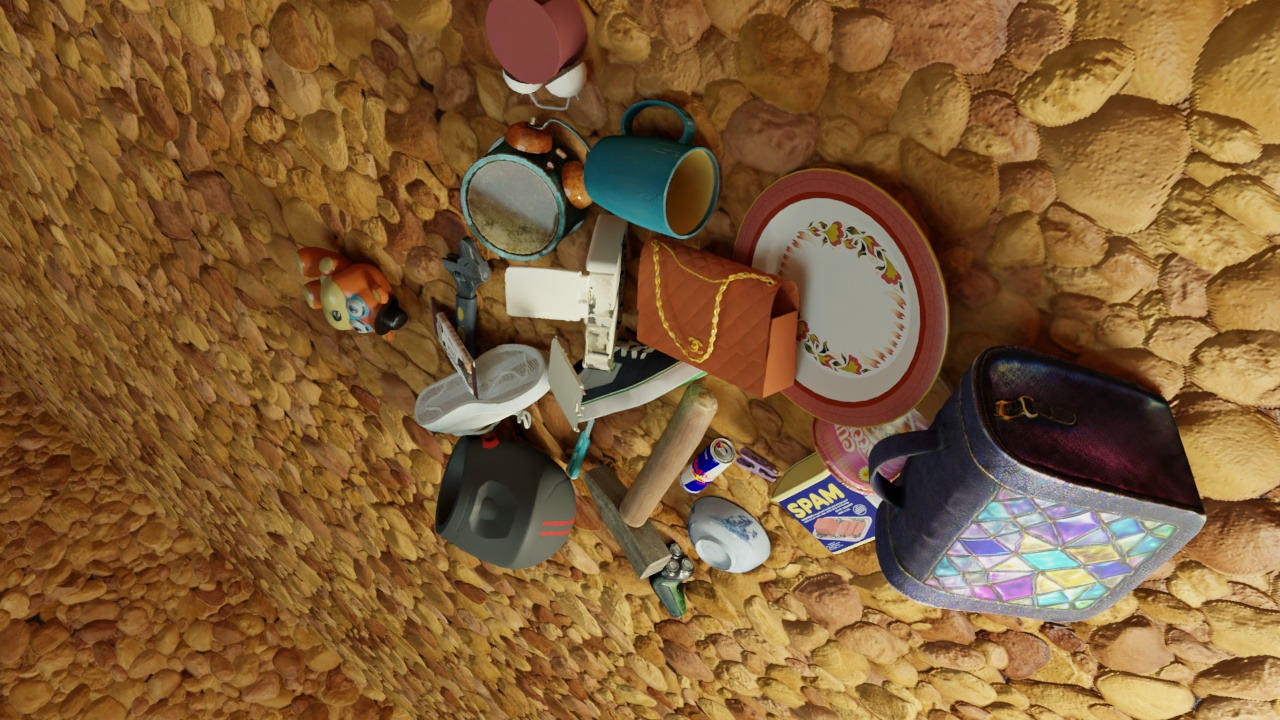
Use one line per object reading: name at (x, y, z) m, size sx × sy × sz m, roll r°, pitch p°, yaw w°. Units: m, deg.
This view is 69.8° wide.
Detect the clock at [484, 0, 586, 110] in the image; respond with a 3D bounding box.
clock at (-0.091, -0.285, 0.823) m, size 0.087 × 0.044 × 0.125 m, roll 16°, pitch 135°, yaw 31°

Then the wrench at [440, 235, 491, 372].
wrench at (-0.223, -0.056, 1.179) m, size 0.073 × 0.022 × 0.274 m, roll 35°, pitch 142°, yaw 20°

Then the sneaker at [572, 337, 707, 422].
sneaker at (-0.006, 0.006, 1.007) m, size 0.236 × 0.084 × 0.079 m, roll -20°, pitch 91°, yaw 47°

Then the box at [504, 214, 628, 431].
box at (-0.078, -0.043, 0.902) m, size 0.106 × 0.192 × 0.144 m, roll 7°, pitch 131°, yaw 3°

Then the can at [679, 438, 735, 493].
can at (0.077, 0.125, 1.078) m, size 0.032 × 0.032 × 0.095 m, roll 40°, pitch 143°, yaw 3°

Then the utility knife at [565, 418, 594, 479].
utility knife at (-0.078, 0.113, 1.221) m, size 0.022 × 0.015 × 0.152 m, roll 56°, pitch 147°, yaw 26°

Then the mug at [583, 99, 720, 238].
mug at (0.009, -0.176, 0.823) m, size 0.104 × 0.084 × 0.112 m, roll 22°, pitch 110°, yaw 33°

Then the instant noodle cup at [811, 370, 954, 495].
instant noodle cup at (0.227, 0.056, 0.836) m, size 0.097 × 0.097 × 0.109 m, roll 42°, pitch 136°, yaw 1°

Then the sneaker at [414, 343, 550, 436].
sneaker at (-0.186, 0.045, 1.206) m, size 0.243 × 0.089 × 0.090 m, roll -20°, pitch 149°, yaw 35°

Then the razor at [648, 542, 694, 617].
razor at (0.049, 0.313, 1.277) m, size 0.067 × 0.053 × 0.151 m, roll 3°, pitch 136°, yaw 18°

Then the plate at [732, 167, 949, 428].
plate at (0.169, -0.053, 0.795) m, size 0.230 × 0.021 × 0.230 m, roll 28°, pitch 128°, yaw 42°

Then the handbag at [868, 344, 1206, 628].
handbag at (0.293, 0.104, 0.737) m, size 0.222 × 0.125 × 0.205 m, roll 12°, pitch 138°, yaw -2°

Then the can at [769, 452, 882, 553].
can at (0.207, 0.145, 0.963) m, size 0.092 × 0.056 × 0.117 m, roll 43°, pitch 143°, yaw -3°

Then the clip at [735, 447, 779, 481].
clip at (0.133, 0.118, 1.040) m, size 0.052 × 0.013 × 0.035 m, roll 27°, pitch 141°, yaw 15°

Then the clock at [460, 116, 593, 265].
clock at (-0.104, -0.177, 0.919) m, size 0.121 × 0.073 × 0.158 m, roll 43°, pitch 127°, yaw -8°

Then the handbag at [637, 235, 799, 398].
handbag at (0.064, -0.046, 0.864) m, size 0.172 × 0.060 × 0.109 m, roll 26°, pitch 125°, yaw 43°

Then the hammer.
hammer at (0.019, 0.125, 1.097) m, size 0.158 × 0.037 × 0.302 m, roll 55°, pitch 142°, yaw 24°

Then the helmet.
helmet at (-0.175, 0.195, 1.252) m, size 0.169 × 0.164 × 0.265 m, roll 18°, pitch 179°, yaw -17°

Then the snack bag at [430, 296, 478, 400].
snack bag at (-0.242, -0.017, 1.186) m, size 0.158 × 0.013 × 0.057 m, roll 51°, pitch 151°, yaw 38°

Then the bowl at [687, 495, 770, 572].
bowl at (0.101, 0.227, 1.145) m, size 0.114 × 0.045 × 0.114 m, roll 24°, pitch 139°, yaw 23°

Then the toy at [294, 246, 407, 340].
toy at (-0.391, -0.090, 1.249) m, size 0.176 × 0.096 × 0.112 m, roll 18°, pitch 137°, yaw 13°
